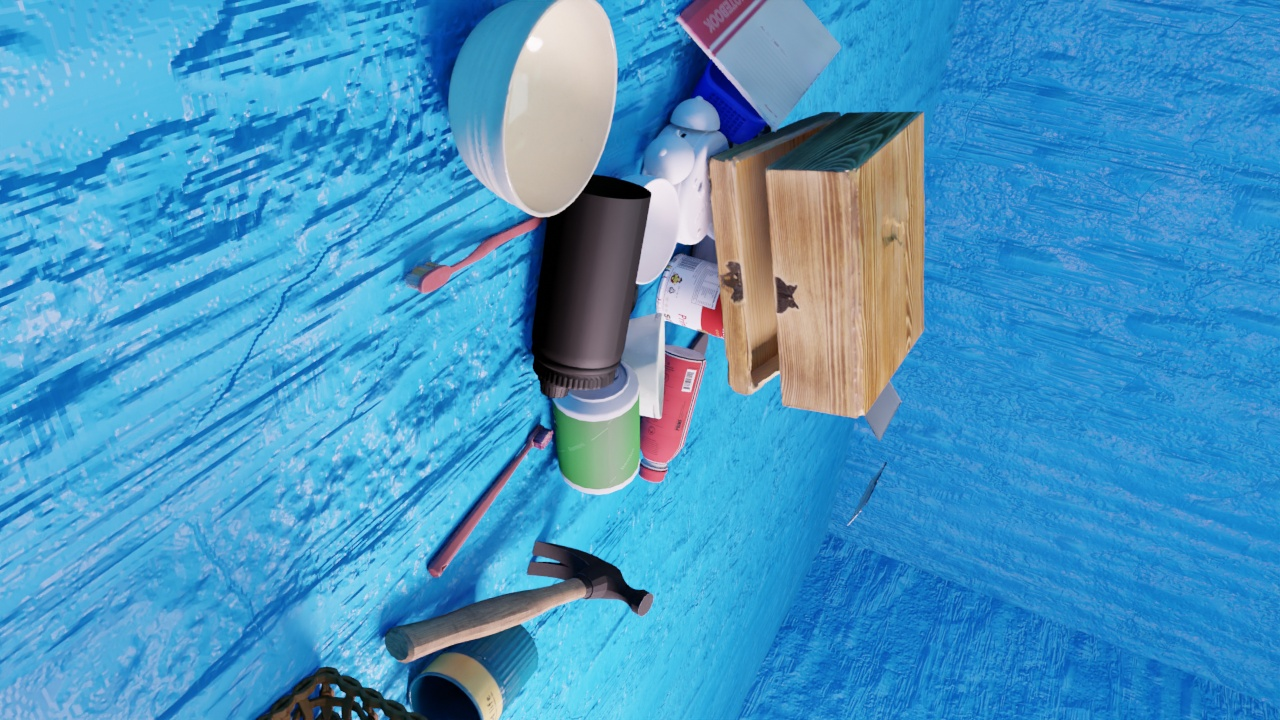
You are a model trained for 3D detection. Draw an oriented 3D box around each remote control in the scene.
[{"bbox_3d":[0.067,0.002,1.286,0.124,0.009,0.046,-50,151,-44],"label":"remote control"}]

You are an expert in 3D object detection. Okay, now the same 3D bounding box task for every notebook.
[{"bbox_3d":[0.134,-0.352,0.989,0.012,0.153,0.208,-31,-163,48],"label":"notebook"}]

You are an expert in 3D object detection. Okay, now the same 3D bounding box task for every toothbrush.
[{"bbox_3d":[-0.123,-0.089,0.719,0.183,0.016,0.015,-44,147,-56],"label":"toothbrush"},{"bbox_3d":[-0.137,0.128,0.864,0.189,0.016,0.016,-54,155,-39],"label":"toothbrush"}]

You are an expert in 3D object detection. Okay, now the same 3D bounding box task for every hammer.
[{"bbox_3d":[-0.123,0.237,0.893,0.304,0.132,0.040,1,107,-56],"label":"hammer"}]

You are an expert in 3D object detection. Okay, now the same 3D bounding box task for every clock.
[{"bbox_3d":[0.056,-0.192,0.993,0.125,0.073,0.161,-58,156,-30],"label":"clock"}]

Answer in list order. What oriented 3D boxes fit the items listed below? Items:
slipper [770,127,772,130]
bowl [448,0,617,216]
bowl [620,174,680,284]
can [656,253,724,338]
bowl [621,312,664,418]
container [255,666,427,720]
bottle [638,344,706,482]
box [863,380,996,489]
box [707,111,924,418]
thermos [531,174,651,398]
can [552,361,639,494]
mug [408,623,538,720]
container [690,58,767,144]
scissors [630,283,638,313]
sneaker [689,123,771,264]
[{"bbox_3d":[0.171,-0.351,1.142,0.091,0.082,0.191,-46,151,-44],"label":"slipper"},{"bbox_3d":[-0.083,-0.183,0.640,0.150,0.075,0.151,-52,153,-40],"label":"bowl"},{"bbox_3d":[-0.009,-0.131,0.899,0.104,0.054,0.105,-33,131,-47],"label":"bowl"},{"bbox_3d":[0.090,-0.075,1.122,0.086,0.116,0.087,-52,152,-42],"label":"can"},{"bbox_3d":[-0.006,0.006,1.006,0.117,0.061,0.117,3,88,-85],"label":"bowl"},{"bbox_3d":[-0.215,0.404,0.613,0.250,0.220,0.214,-39,143,-55],"label":"container"},{"bbox_3d":[0.034,0.072,1.190,0.062,0.062,0.177,-17,123,-66],"label":"bottle"},{"bbox_3d":[0.391,0.017,1.523,0.119,0.478,0.166,-52,173,35],"label":"box"},{"bbox_3d":[0.216,-0.121,1.034,0.244,0.168,0.279,-37,127,-44],"label":"box"},{"bbox_3d":[-0.049,-0.059,0.823,0.085,0.086,0.199,-33,138,-59],"label":"thermos"},{"bbox_3d":[-0.045,0.067,0.945,0.087,0.088,0.140,-52,153,-41],"label":"can"},{"bbox_3d":[-0.163,0.316,0.884,0.107,0.083,0.114,-41,157,-60],"label":"mug"},{"bbox_3d":[0.113,-0.299,1.012,0.114,0.096,0.058,-55,-174,-32],"label":"container"},{"bbox_3d":[-0.025,-0.100,0.957,0.154,0.012,0.163,-63,157,-22],"label":"scissors"},{"bbox_3d":[0.147,-0.204,1.133,0.103,0.132,0.270,-40,142,-52],"label":"sneaker"}]
